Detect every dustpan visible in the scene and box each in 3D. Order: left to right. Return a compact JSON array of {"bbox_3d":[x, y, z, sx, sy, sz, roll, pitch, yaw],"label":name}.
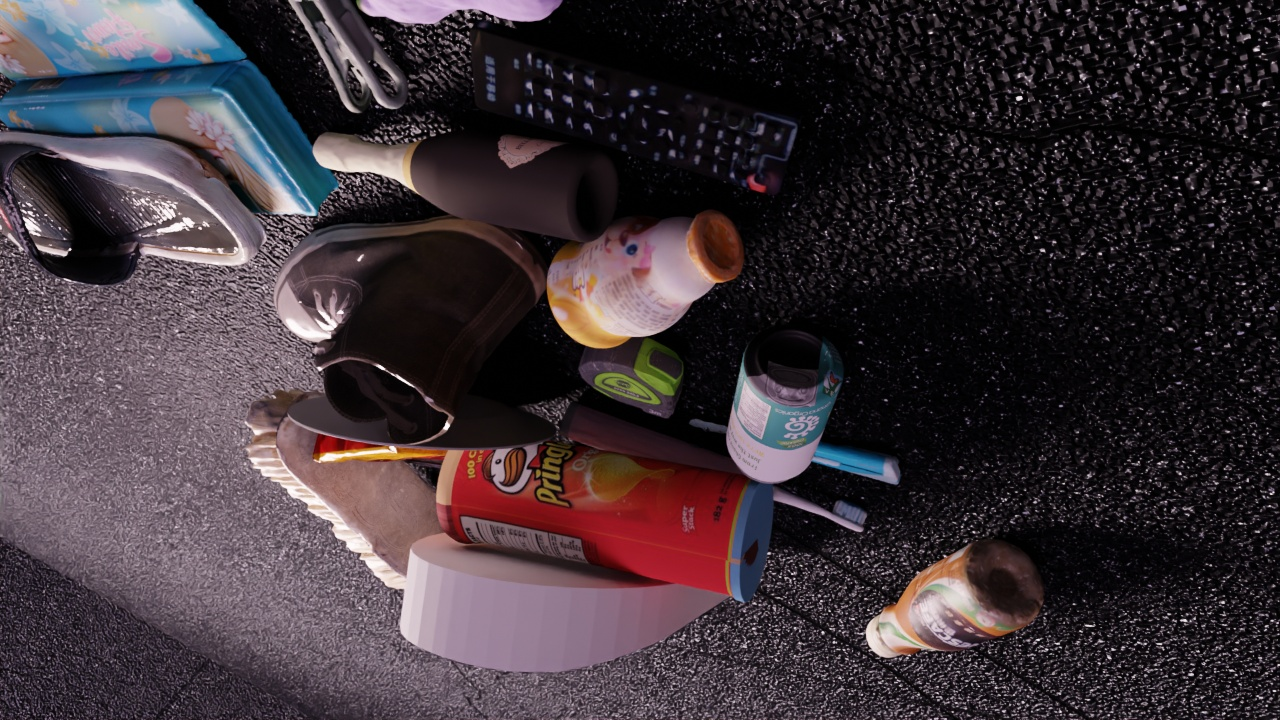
[{"bbox_3d":[-0.054,0.169,0.678,0.192,0.053,0.257,6,177,33],"label":"dustpan"}]

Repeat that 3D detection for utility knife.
[{"bbox_3d":[0.097,0.055,0.596,0.141,0.015,0.022,11,146,24],"label":"utility knife"}]

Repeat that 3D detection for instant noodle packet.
[{"bbox_3d":[-0.186,0.062,0.729,0.136,0.039,0.098,-9,174,40],"label":"instant noodle packet"}]

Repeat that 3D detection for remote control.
[{"bbox_3d":[-0.003,-0.117,0.414,0.150,0.022,0.047,19,146,6],"label":"remote control"}]

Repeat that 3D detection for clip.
[{"bbox_3d":[-0.144,-0.156,0.448,0.037,0.023,0.075,5,140,29],"label":"clip"}]

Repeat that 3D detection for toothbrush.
[{"bbox_3d":[0.050,0.077,0.645,0.223,0.026,0.027,19,-179,8],"label":"toothbrush"}]

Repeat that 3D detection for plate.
[{"bbox_3d":[-0.146,0.035,0.629,0.178,0.012,0.178,6,-174,-1],"label":"plate"}]

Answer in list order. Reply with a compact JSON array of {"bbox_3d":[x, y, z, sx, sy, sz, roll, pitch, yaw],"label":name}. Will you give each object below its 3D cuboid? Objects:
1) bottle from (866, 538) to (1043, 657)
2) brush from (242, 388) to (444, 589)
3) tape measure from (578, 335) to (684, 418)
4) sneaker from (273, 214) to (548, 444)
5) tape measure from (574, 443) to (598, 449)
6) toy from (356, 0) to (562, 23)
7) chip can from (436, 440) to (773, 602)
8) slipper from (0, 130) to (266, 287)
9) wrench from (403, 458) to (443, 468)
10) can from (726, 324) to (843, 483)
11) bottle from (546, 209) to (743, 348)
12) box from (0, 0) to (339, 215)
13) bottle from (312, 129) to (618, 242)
[{"bbox_3d":[0.212,0.178,0.651,0.059,0.059,0.168,26,147,-2],"label":"bottle"},{"bbox_3d":[-0.245,0.125,0.829,0.057,0.083,0.271,1,141,31],"label":"brush"},{"bbox_3d":[-0.003,0.003,0.569,0.065,0.035,0.059,19,156,2],"label":"tape measure"},{"bbox_3d":[-0.173,-0.016,0.574,0.235,0.119,0.095,2,141,35],"label":"sneaker"},{"bbox_3d":[-0.025,0.093,0.701,0.072,0.042,0.072,-15,126,35],"label":"tape measure"},{"bbox_3d":[-0.078,-0.174,0.369,0.100,0.036,0.080,9,134,15],"label":"toy"},{"bbox_3d":[-0.025,0.100,0.620,0.214,0.086,0.087,8,143,21],"label":"chip can"},{"bbox_3d":[-0.355,-0.088,0.582,0.264,0.063,0.111,5,144,25],"label":"slipper"},{"bbox_3d":[-0.154,0.089,0.806,0.274,0.010,0.070,3,141,30],"label":"wrench"},{"bbox_3d":[0.081,0.028,0.530,0.055,0.054,0.102,18,146,10],"label":"can"},{"bbox_3d":[0.001,-0.044,0.471,0.109,0.063,0.063,-15,130,47],"label":"bottle"},{"bbox_3d":[-0.310,-0.162,0.537,0.227,0.039,0.182,6,144,28],"label":"box"},{"bbox_3d":[-0.100,-0.099,0.479,0.185,0.045,0.045,15,146,27],"label":"bottle"}]
